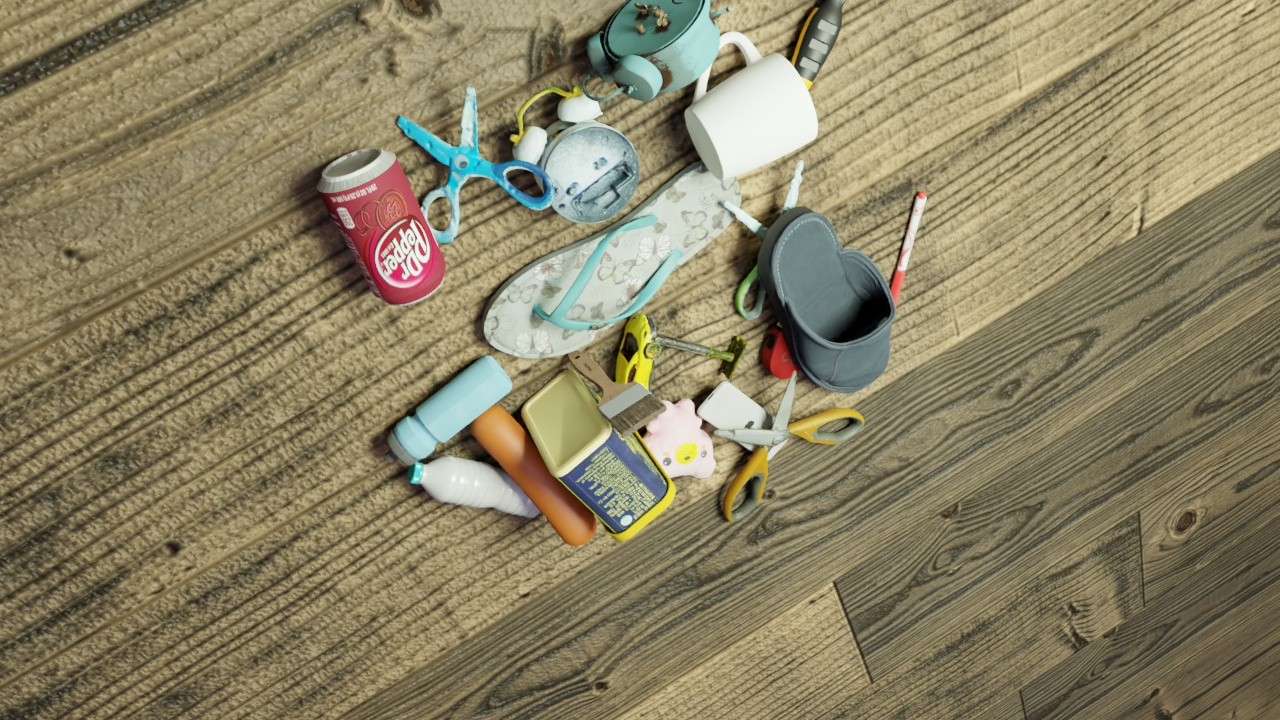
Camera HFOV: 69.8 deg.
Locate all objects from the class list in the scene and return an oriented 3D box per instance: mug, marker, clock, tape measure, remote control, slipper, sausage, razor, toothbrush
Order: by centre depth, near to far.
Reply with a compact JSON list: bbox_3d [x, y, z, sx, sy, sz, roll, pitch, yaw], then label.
[{"bbox_3d":[0.008,-0.244,0.717,0.124,0.090,0.053,-42,136,2],"label":"clock"},{"bbox_3d":[-0.054,-0.168,0.750,0.083,0.057,0.117,-37,126,0],"label":"clock"},{"bbox_3d":[0.084,-0.219,0.780,0.087,0.081,0.114,-29,95,-3],"label":"mug"},{"bbox_3d":[0.172,-0.321,0.785,0.031,0.031,0.197,19,105,-15],"label":"toothbrush"},{"bbox_3d":[-0.015,-0.077,0.824,0.268,0.054,0.098,-34,128,-5],"label":"slipper"},{"bbox_3d":[-0.099,0.108,0.861,0.164,0.045,0.039,51,57,-10],"label":"sausage"},{"bbox_3d":[0.204,-0.039,0.907,0.109,0.083,0.265,-47,136,-8],"label":"slipper"},{"bbox_3d":[0.054,-0.012,0.911,0.105,0.026,0.042,14,113,-26],"label":"razor"},{"bbox_3d":[0.149,-0.009,0.955,0.059,0.019,0.051,28,100,-41],"label":"tape measure"},{"bbox_3d":[0.277,-0.108,0.963,0.012,0.013,0.142,-4,119,-23],"label":"marker"},{"bbox_3d":[0.113,0.066,0.977,0.045,0.008,0.146,-49,135,6],"label":"remote control"}]

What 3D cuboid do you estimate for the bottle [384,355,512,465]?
[{"bbox_3d":[-0.177,0.049,0.828,0.130,0.040,0.040,-38,126,0],"label":"bottle"}]

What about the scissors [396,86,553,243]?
[{"bbox_3d":[-0.130,-0.148,0.726,0.140,0.011,0.134,14,120,2],"label":"scissors"}]

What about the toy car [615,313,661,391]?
[{"bbox_3d":[-0.005,0.005,0.877,0.030,0.049,0.107,-1,116,-22],"label":"toy car"}]

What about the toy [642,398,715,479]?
[{"bbox_3d":[0.036,0.085,0.940,0.102,0.050,0.093,-4,107,-34],"label":"toy"}]

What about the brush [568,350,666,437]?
[{"bbox_3d":[-0.032,0.022,0.815,0.045,0.143,0.008,-33,128,-15],"label":"brush"}]

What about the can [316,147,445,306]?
[{"bbox_3d":[-0.200,-0.103,0.716,0.063,0.063,0.114,-26,125,-9],"label":"can"}]

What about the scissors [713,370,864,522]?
[{"bbox_3d":[0.150,0.098,1.000,0.224,0.016,0.230,4,127,-38],"label":"scissors"}]

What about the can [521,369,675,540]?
[{"bbox_3d":[-0.043,0.084,0.853,0.075,0.135,0.104,-40,124,1],"label":"can"}]

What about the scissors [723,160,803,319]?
[{"bbox_3d":[0.137,-0.114,0.886,0.165,0.024,0.172,-1,129,-23],"label":"scissors"}]

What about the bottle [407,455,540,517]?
[{"bbox_3d":[-0.154,0.119,0.876,0.136,0.044,0.044,16,110,-31],"label":"bottle"}]
